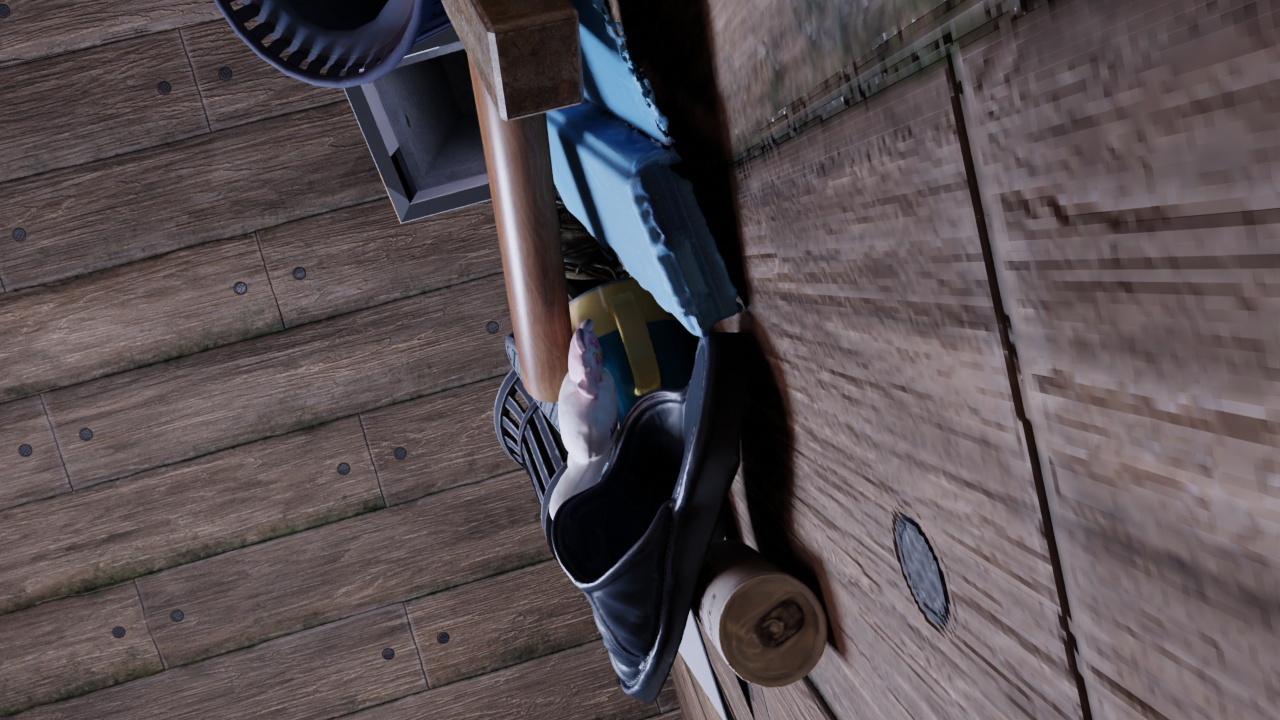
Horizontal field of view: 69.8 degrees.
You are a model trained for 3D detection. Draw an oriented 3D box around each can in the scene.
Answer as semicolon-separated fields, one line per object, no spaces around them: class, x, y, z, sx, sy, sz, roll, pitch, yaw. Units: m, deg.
can;0.057;0.131;0.496;0.136;0.054;0.054;138;117;-85

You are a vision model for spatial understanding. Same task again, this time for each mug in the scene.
mug;-0.004;0.004;0.607;0.114;0.083;0.107;89;165;-72

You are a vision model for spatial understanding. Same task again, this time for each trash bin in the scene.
trash bin;-0.156;-0.253;0.849;0.246;0.142;0.142;-90;-15;-60
trash bin;-0.146;-0.278;0.590;0.248;0.139;0.139;-63;-34;-55
trash bin;-0.045;0.097;0.897;0.227;0.164;0.164;-126;21;-62

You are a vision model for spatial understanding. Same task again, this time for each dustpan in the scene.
dustpan;0.034;0.235;0.946;0.257;0.033;0.163;43;153;61

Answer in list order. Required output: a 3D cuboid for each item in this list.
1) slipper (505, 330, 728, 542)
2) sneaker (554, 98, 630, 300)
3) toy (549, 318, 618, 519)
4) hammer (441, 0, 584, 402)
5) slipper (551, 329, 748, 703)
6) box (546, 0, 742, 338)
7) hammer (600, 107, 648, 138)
slipper;0.003;0.067;0.692;0.263;0.082;0.101;52;164;4
sneaker;-0.053;-0.102;0.684;0.238;0.101;0.142;74;-174;-64
toy;-0.032;0.034;0.549;0.075;0.037;0.126;-85;3;-64
hammer;-0.066;-0.084;0.504;0.301;0.037;0.157;88;160;-49
slipper;-0.006;0.088;0.508;0.108;0.083;0.266;-82;1;-47
box;-0.029;-0.126;0.479;0.174;0.033;0.231;66;173;-29
hammer;-0.056;-0.260;0.545;0.119;0.031;0.331;-19;-96;-56
